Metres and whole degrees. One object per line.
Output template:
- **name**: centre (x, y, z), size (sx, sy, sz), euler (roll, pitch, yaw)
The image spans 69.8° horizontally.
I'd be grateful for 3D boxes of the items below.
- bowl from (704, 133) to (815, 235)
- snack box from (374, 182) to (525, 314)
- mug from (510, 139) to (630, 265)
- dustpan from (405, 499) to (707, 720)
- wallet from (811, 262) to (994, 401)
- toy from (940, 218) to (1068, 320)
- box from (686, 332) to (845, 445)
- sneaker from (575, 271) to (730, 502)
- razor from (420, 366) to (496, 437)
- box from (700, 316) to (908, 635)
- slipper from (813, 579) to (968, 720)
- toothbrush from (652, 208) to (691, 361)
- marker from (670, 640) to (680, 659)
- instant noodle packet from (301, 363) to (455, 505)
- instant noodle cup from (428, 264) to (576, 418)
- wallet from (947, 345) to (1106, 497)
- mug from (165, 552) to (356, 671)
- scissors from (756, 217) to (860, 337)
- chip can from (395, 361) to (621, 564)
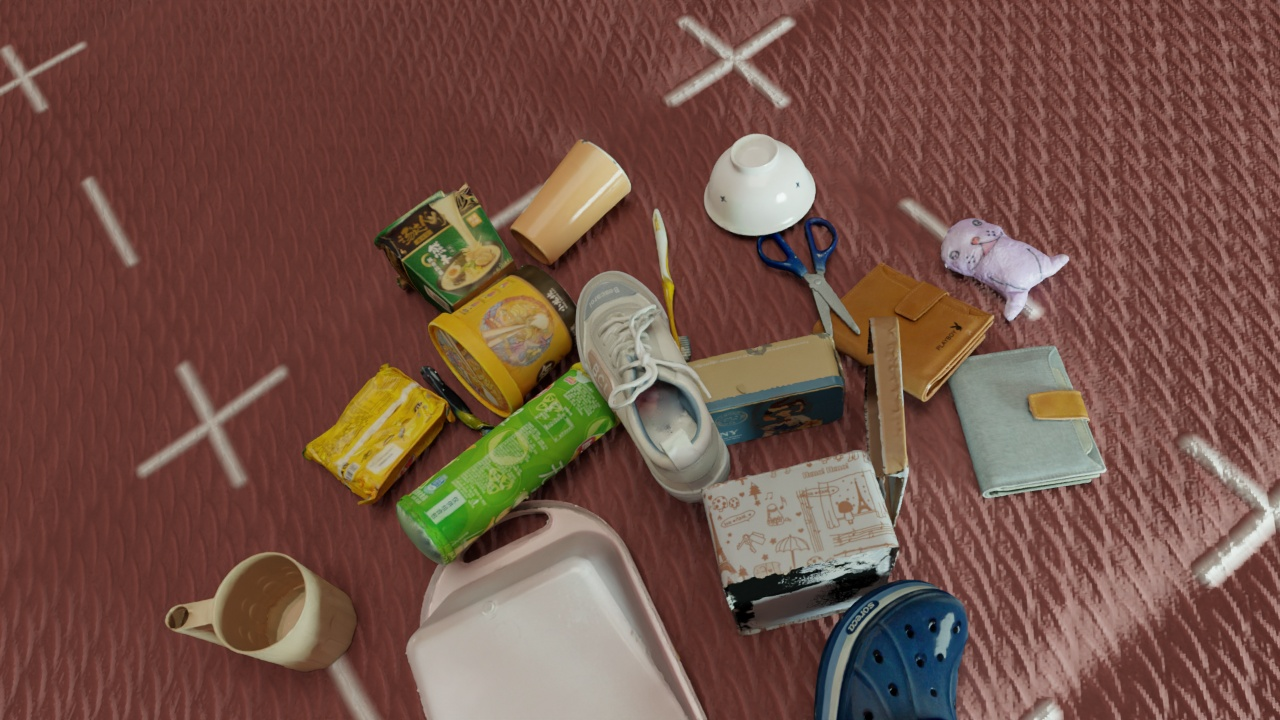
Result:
- **bowl**: centre (0.122, -0.196, 0.958), size (0.118, 0.065, 0.118), euler (-6, 55, 9)
- **snack box**: centre (-0.188, -0.097, 0.950), size (0.117, 0.118, 0.105), euler (-38, 72, -11)
- **mug**: centre (-0.079, -0.166, 0.983), size (0.078, 0.078, 0.122), euler (36, 78, 25)
- **dustpan**: centre (-0.075, 0.259, 0.781), size (0.222, 0.139, 0.273), euler (-24, 87, 2)
- **wallet**: centre (0.245, -0.030, 0.861), size (0.107, 0.031, 0.132), euler (-43, 51, -13)
- **toy**: centre (0.340, -0.095, 0.885), size (0.108, 0.039, 0.084), euler (40, 84, 25)
- **box**: centre (0.092, 0.034, 0.836), size (0.184, 0.090, 0.059), euler (-15, 61, 5)
- **sneaker**: centre (-0.004, 0.004, 0.773), size (0.089, 0.091, 0.242), euler (-30, 55, 3)
- **razor**: centre (-0.177, 0.048, 0.913), size (0.143, 0.042, 0.022), euler (36, 101, 30)
- **box**: centre (0.129, 0.100, 0.741), size (0.157, 0.180, 0.226), euler (-1, 64, 11)
- **slipper**: centre (0.182, 0.282, 0.655), size (0.095, 0.105, 0.252), euler (-5, 64, 59)
- **toothbrush**: centre (0.031, -0.081, 0.949), size (0.018, 0.016, 0.191), euler (-5, 61, -5)
- **marker**: centre (-0.001, 0.208, 0.799), size (0.015, 0.018, 0.123), euler (-27, 60, -10)
- **instant noodle packet**: centre (-0.257, 0.074, 0.904), size (0.111, 0.044, 0.128), euler (28, 67, 29)
- **instant noodle cup**: centre (-0.125, -0.024, 0.895), size (0.118, 0.119, 0.114), euler (37, 66, 25)
- **wallet**: centre (0.338, 0.049, 0.809), size (0.106, 0.037, 0.129), euler (-10, 60, 7)
- **mug**: centre (-0.325, 0.227, 0.801), size (0.125, 0.104, 0.084), euler (-12, 61, 4)
- **scissors**: centre (0.163, -0.082, 0.908), size (0.141, 0.012, 0.170), euler (8, 53, 21)
- **chip can**: centre (-0.116, 0.092, 0.830), size (0.220, 0.073, 0.072), euler (-38, 62, -23)
